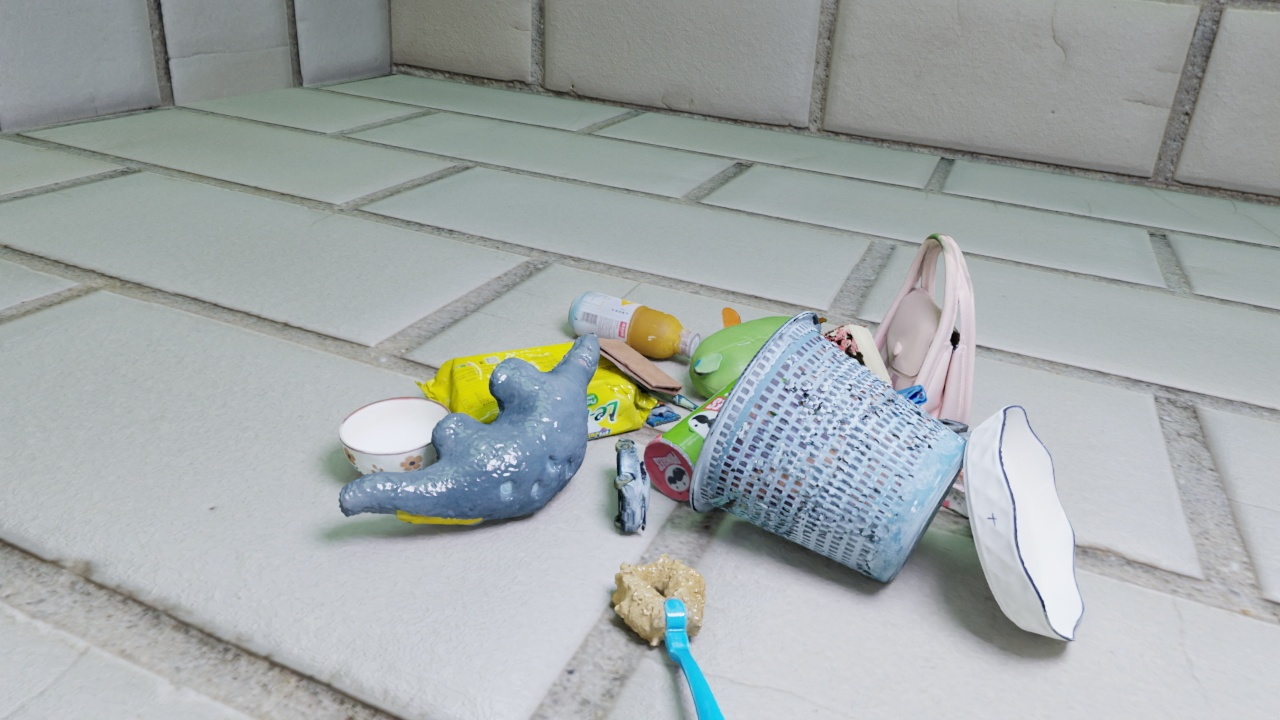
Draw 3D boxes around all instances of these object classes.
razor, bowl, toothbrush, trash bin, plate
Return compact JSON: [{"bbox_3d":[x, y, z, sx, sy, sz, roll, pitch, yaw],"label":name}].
[{"bbox_3d":[-0.006,0.040,1.149,0.042,0.022,0.143,-10,28,-33],"label":"razor"},{"bbox_3d":[-0.248,0.090,0.947,0.113,0.062,0.113,-2,27,1],"label":"bowl"},{"bbox_3d":[0.042,0.049,1.147,0.018,0.016,0.192,-29,40,-34],"label":"toothbrush"},{"bbox_3d":[0.187,0.097,0.868,0.195,0.227,0.225,32,34,22],"label":"trash bin"},{"bbox_3d":[0.336,0.142,0.808,0.046,0.205,0.204,-19,11,33],"label":"plate"}]

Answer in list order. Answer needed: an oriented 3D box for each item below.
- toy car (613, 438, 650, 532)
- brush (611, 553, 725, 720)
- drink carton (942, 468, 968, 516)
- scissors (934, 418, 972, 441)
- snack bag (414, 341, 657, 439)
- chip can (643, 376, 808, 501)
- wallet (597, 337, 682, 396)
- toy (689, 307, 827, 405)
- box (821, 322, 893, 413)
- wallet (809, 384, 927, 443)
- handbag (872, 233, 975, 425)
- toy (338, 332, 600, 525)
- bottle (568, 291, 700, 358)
[{"bbox_3d":[-0.010,0.125,0.927,0.037,0.054,0.120,-1,24,-5],"label":"toy car"},{"bbox_3d":[0.034,0.229,0.709,0.083,0.046,0.254,2,19,-13],"label":"brush"},{"bbox_3d":[0.316,0.118,0.998,0.045,0.054,0.122,-19,33,-40],"label":"drink carton"},{"bbox_3d":[0.327,0.083,0.994,0.145,0.014,0.172,17,12,13],"label":"scissors"},{"bbox_3d":[-0.125,0.039,1.078,0.246,0.068,0.158,-10,28,-26],"label":"snack bag"},{"bbox_3d":[0.104,0.063,1.011,0.072,0.072,0.235,23,41,34],"label":"chip can"},{"bbox_3d":[-0.007,0.006,1.102,0.101,0.020,0.115,36,8,18],"label":"wallet"},{"bbox_3d":[0.169,-0.003,1.192,0.246,0.090,0.227,-10,41,-22],"label":"toy"},{"bbox_3d":[0.245,0.002,1.051,0.079,0.091,0.168,-25,-8,20],"label":"box"},{"bbox_3d":[0.246,0.068,1.036,0.133,0.040,0.106,-27,-5,41],"label":"wallet"},{"bbox_3d":[0.354,-0.040,1.129,0.093,0.234,0.193,5,25,-3],"label":"handbag"},{"bbox_3d":[-0.127,0.081,0.922,0.138,0.092,0.355,44,48,6],"label":"toy"},{"bbox_3d":[-0.008,-0.045,1.276,0.190,0.068,0.067,17,28,25],"label":"bottle"}]
